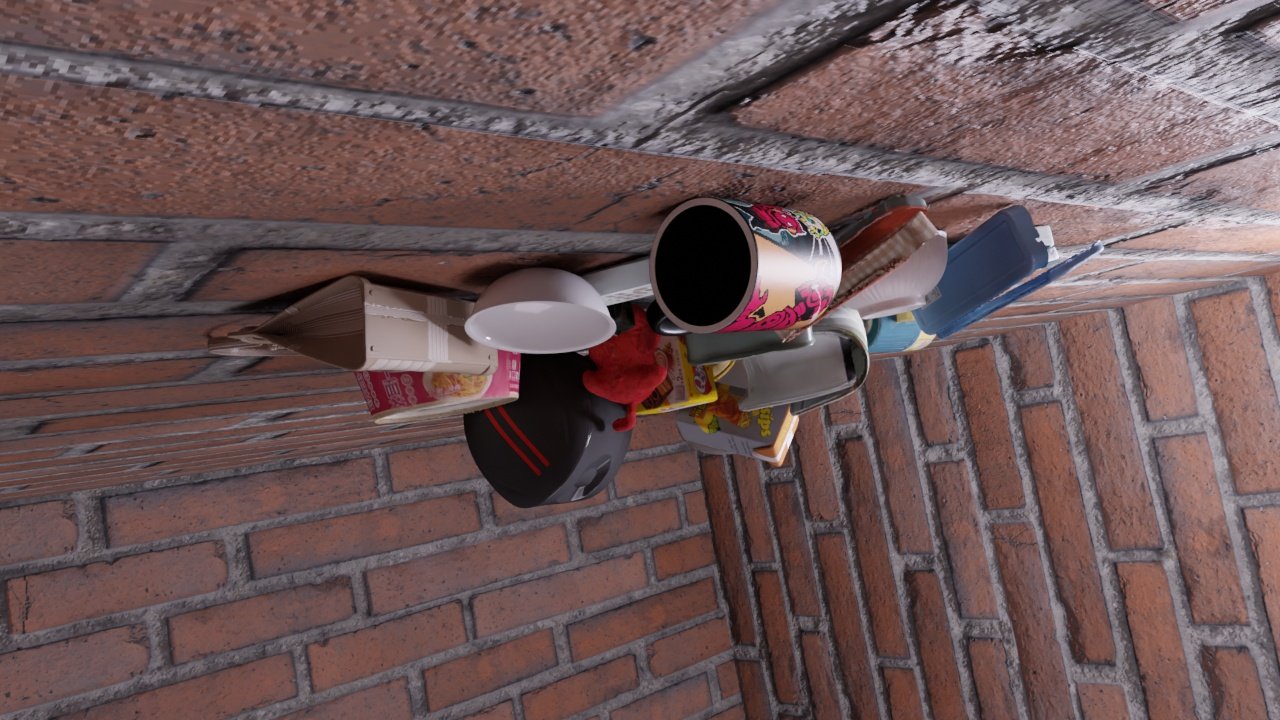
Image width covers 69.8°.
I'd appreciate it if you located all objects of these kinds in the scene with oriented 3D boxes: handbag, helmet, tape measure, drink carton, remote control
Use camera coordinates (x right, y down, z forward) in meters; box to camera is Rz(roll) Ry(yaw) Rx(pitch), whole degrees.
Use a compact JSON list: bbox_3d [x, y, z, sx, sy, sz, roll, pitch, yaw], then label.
[{"bbox_3d":[-0.238,-0.017,0.697,0.198,0.062,0.175,-3,177,19],"label":"handbag"},{"bbox_3d":[0.177,-0.009,1.001,0.142,0.096,0.198,-7,-169,15],"label":"handbag"},{"bbox_3d":[0.097,-0.044,0.868,0.122,0.067,0.106,-10,-170,5],"label":"handbag"},{"bbox_3d":[-0.110,0.064,1.013,0.164,0.170,0.264,-48,-152,11],"label":"helmet"},{"bbox_3d":[-0.040,-0.037,0.852,0.064,0.037,0.065,-12,175,8],"label":"tape measure"},{"bbox_3d":[0.112,0.069,1.053,0.125,0.076,0.048,13,151,26],"label":"drink carton"},{"bbox_3d":[0.008,-0.066,0.705,0.144,0.024,0.049,-11,175,30],"label":"remote control"}]

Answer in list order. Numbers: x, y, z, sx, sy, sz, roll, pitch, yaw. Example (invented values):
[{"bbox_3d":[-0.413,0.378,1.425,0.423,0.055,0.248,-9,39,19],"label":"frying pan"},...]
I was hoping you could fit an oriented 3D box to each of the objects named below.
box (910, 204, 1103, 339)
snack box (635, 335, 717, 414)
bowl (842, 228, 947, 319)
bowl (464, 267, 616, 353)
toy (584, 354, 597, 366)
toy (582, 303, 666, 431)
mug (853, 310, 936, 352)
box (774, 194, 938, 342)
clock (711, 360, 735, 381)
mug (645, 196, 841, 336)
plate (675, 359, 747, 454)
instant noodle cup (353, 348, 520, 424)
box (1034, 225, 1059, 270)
[{"bbox_3d":[0.319,-0.083,0.840,0.077,0.074,0.209,-25,172,-15],"label":"box"},{"bbox_3d":[0.030,0.002,1.026,0.084,0.105,0.061,-15,171,37],"label":"snack box"},{"bbox_3d":[0.223,-0.074,0.835,0.118,0.062,0.118,-10,175,-1],"label":"bowl"},{"bbox_3d":[-0.074,-0.042,0.679,0.110,0.040,0.110,-2,162,-1],"label":"bowl"},{"bbox_3d":[-0.044,0.000,1.189,0.128,0.065,0.094,-24,173,23],"label":"toy"},{"bbox_3d":[-0.006,0.005,0.935,0.088,0.133,0.093,0,-171,20],"label":"toy"},{"bbox_3d":[0.306,-0.053,1.102,0.107,0.083,0.114,-2,177,-35],"label":"mug"},{"bbox_3d":[0.157,-0.078,0.722,0.058,0.062,0.189,-29,174,-34],"label":"box"},{"bbox_3d":[0.066,-0.004,1.160,0.114,0.052,0.151,-14,-159,38],"label":"clock"},{"bbox_3d":[0.057,-0.050,0.598,0.098,0.081,0.118,-4,154,-49],"label":"mug"},{"bbox_3d":[0.130,0.059,1.138,0.174,0.173,0.036,-13,131,24],"label":"plate"},{"bbox_3d":[-0.189,0.012,0.874,0.178,0.077,0.179,-10,175,-1],"label":"instant noodle cup"},{"bbox_3d":[0.338,-0.096,0.963,0.082,0.066,0.199,-35,-174,-26],"label":"box"}]
